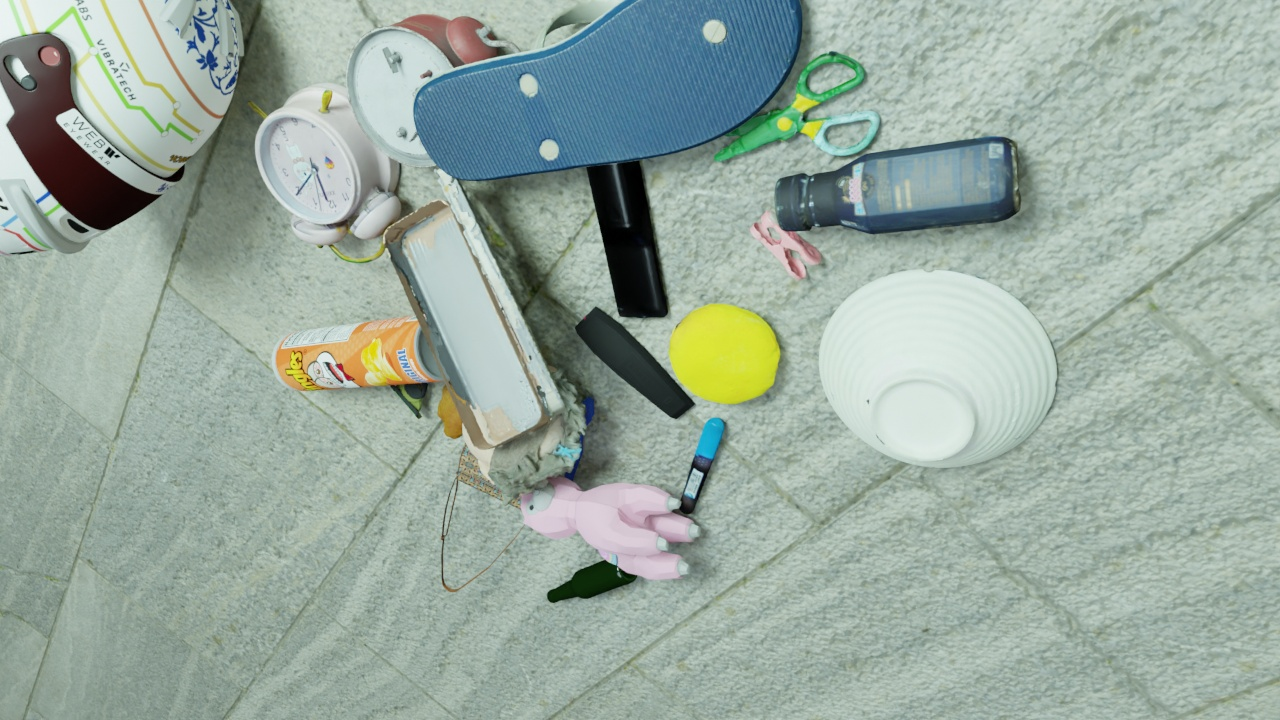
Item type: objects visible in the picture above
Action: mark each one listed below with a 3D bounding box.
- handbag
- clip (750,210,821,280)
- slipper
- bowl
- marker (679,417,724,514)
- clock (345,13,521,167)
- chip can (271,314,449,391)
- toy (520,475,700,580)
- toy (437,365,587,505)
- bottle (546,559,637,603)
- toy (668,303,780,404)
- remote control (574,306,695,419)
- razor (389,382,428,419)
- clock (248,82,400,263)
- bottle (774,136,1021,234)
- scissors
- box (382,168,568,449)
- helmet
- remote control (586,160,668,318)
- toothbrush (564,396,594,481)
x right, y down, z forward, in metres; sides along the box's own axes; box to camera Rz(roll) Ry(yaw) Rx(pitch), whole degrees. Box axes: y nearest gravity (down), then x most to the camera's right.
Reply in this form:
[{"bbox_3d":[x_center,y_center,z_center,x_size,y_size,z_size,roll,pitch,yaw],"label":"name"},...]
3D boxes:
[{"bbox_3d":[-0.158,0.160,0.944,0.093,0.043,0.196,25,111,0],"label":"handbag"},{"bbox_3d":[0.107,-0.084,0.702,0.059,0.022,0.039,48,130,-2],"label":"clip"},{"bbox_3d":[-0.026,-0.200,0.663,0.295,0.060,0.118,-11,117,18],"label":"slipper"},{"bbox_3d":[0.215,0.026,0.689,0.177,0.070,0.178,13,125,18],"label":"bowl"},{"bbox_3d":[0.055,0.099,0.847,0.018,0.015,0.123,25,130,13],"label":"marker"},{"bbox_3d":[-0.158,-0.211,0.718,0.157,0.061,0.110,-1,119,25],"label":"clock"},{"bbox_3d":[-0.266,-0.006,0.887,0.211,0.062,0.062,-4,118,34],"label":"chip can"},{"bbox_3d":[-0.032,0.156,0.871,0.158,0.067,0.123,3,148,26],"label":"toy"},{"bbox_3d":[-0.122,0.061,0.857,0.176,0.132,0.076,22,168,35],"label":"toy"},{"bbox_3d":[-0.055,0.236,0.974,0.123,0.032,0.033,-30,104,37],"label":"bottle"},{"bbox_3d":[0.068,-0.004,0.758,0.094,0.041,0.096,31,128,-2],"label":"toy"},{"bbox_3d":[-0.005,0.005,0.816,0.124,0.010,0.039,43,128,-6],"label":"remote control"},{"bbox_3d":[-0.205,0.002,0.902,0.044,0.021,0.144,47,129,8],"label":"razor"},{"bbox_3d":[-0.271,-0.160,0.806,0.117,0.058,0.158,-1,120,26],"label":"clock"},{"bbox_3d":[0.173,-0.115,0.627,0.161,0.056,0.056,-3,119,27],"label":"bottle"},{"bbox_3d":[0.108,-0.161,0.657,0.132,0.013,0.078,-23,108,33],"label":"scissors"},{"bbox_3d":[-0.139,-0.038,0.756,0.121,0.094,0.217,-28,84,21],"label":"box"},{"bbox_3d":[-0.440,-0.250,0.719,0.236,0.231,0.315,-14,112,-8],"label":"helmet"},{"bbox_3d":[-0.011,-0.097,0.748,0.045,0.021,0.141,2,122,26],"label":"remote control"},{"bbox_3d":[-0.068,0.106,0.914,0.016,0.011,0.187,24,130,10],"label":"toothbrush"}]
